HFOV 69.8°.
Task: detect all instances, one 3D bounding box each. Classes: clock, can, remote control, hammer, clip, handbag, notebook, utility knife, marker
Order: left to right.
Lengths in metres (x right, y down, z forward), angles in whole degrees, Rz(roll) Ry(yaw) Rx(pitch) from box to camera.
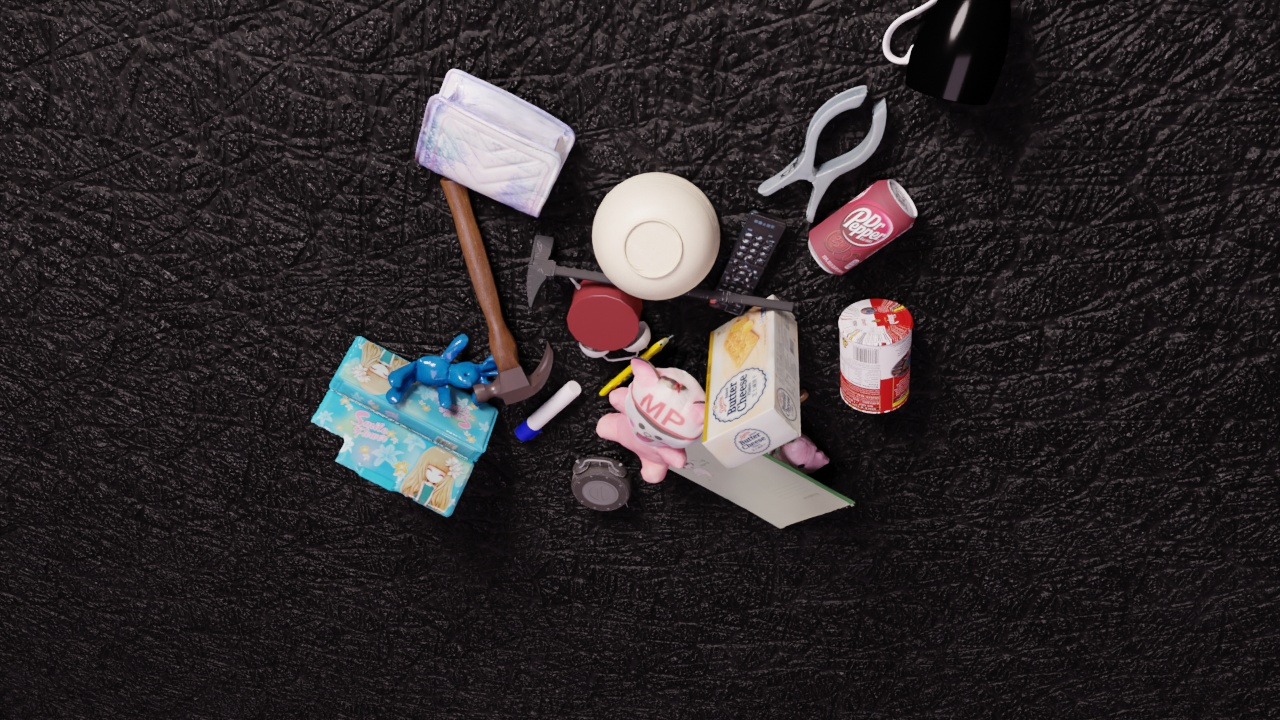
[{"bbox_3d":[-0.193,-0.083,1.168,0.115,0.033,0.323,-18,123,-10],"label":"hammer"},{"bbox_3d":[-0.165,-0.239,1.029,0.158,0.069,0.127,23,144,-11],"label":"handbag"},{"bbox_3d":[-0.132,0.074,1.320,0.027,0.023,0.133,19,135,-36],"label":"marker"},{"bbox_3d":[-0.058,0.180,1.386,0.091,0.043,0.123,3,131,6],"label":"clock"},{"bbox_3d":[-0.042,-0.053,1.177,0.096,0.048,0.138,-8,131,15],"label":"clock"},{"bbox_3d":[-0.007,0.007,1.232,0.017,0.030,0.163,48,129,3],"label":"utility knife"},{"bbox_3d":[0.023,-0.083,1.116,0.325,0.095,0.015,9,163,1],"label":"hammer"},{"bbox_3d":[0.128,-0.119,1.113,0.047,0.022,0.151,18,133,-7],"label":"remote control"},{"bbox_3d":[0.155,0.169,1.325,0.252,0.010,0.182,30,149,-16],"label":"notebook"},{"bbox_3d":[0.190,-0.233,0.999,0.107,0.027,0.164,25,129,-11],"label":"clip"},{"bbox_3d":[0.249,-0.150,1.036,0.063,0.063,0.114,38,126,-22],"label":"can"},{"bbox_3d":[0.292,-0.005,1.139,0.087,0.086,0.116,-2,131,11],"label":"can"}]

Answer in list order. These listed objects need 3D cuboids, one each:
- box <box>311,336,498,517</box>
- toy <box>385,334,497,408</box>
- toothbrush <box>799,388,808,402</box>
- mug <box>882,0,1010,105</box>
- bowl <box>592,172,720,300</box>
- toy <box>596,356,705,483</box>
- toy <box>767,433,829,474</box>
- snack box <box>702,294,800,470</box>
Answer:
[{"bbox_3d":[-0.322,0.087,1.258,0.227,0.184,0.056,30,139,-16],"label":"box"},{"bbox_3d":[-0.262,0.027,1.262,0.176,0.071,0.113,-5,131,-20],"label":"toy"},{"bbox_3d":[0.165,0.081,1.283,0.167,0.016,0.016,-33,119,32],"label":"toothbrush"},{"bbox_3d":[0.296,-0.313,0.886,0.119,0.084,0.100,27,123,26],"label":"mug"},{"bbox_3d":[0.016,-0.134,1.046,0.151,0.075,0.151,1,108,3],"label":"bowl"},{"bbox_3d":[0.022,0.076,1.223,0.142,0.084,0.214,43,149,10],"label":"toy"},{"bbox_3d":[0.222,0.137,1.300,0.095,0.052,0.099,20,143,-26],"label":"toy"},{"bbox_3d":[0.135,0.024,1.110,0.104,0.207,0.057,-31,121,30],"label":"snack box"}]
